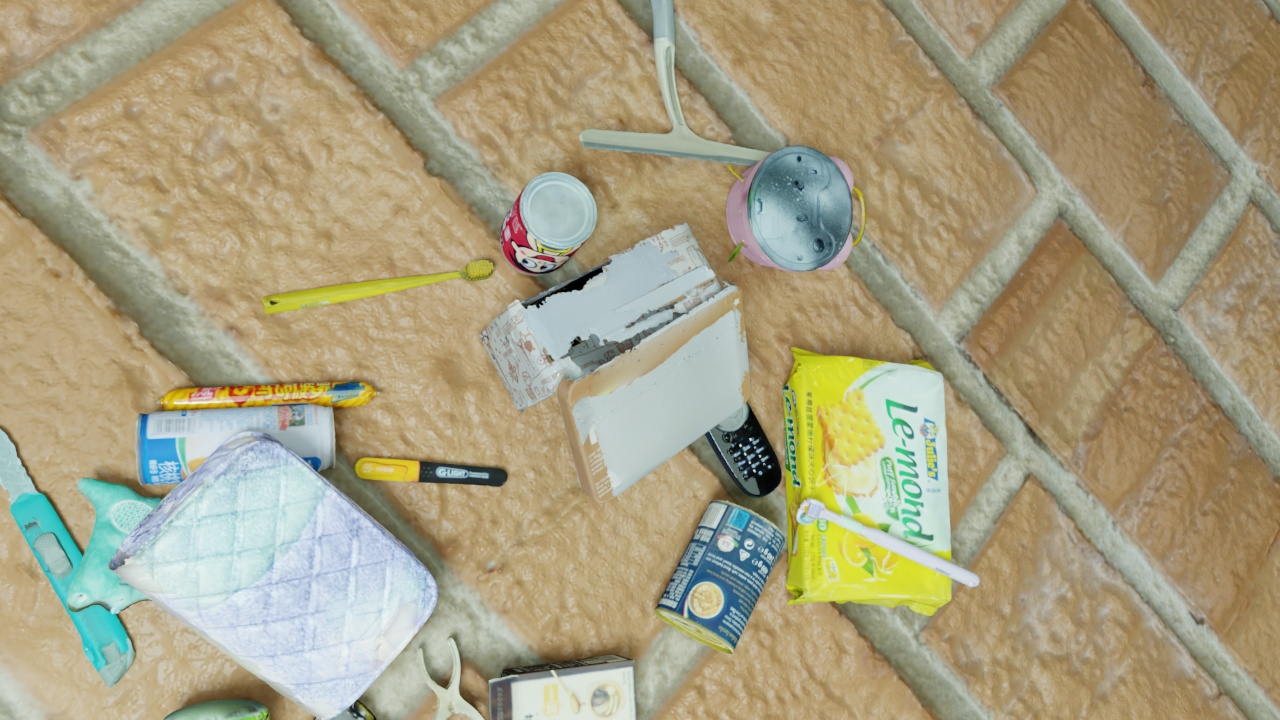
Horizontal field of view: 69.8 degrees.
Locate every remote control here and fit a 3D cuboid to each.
[{"bbox_3d":[0.083,0.063,0.847,0.053,0.024,0.136,-28,89,-22],"label":"remote control"}]

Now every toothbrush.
[{"bbox_3d":[0.223,0.164,0.808,0.189,0.029,0.021,24,35,-14],"label":"toothbrush"},{"bbox_3d":[-0.214,-0.063,0.765,0.189,0.017,0.015,-12,83,-22],"label":"toothbrush"}]

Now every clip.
[{"bbox_3d":[-0.135,0.271,0.721,0.083,0.035,0.104,5,70,-16],"label":"clip"}]

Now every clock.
[{"bbox_3d":[0.156,-0.143,0.888,0.158,0.060,0.117,-2,93,-23],"label":"clock"}]

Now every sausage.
[{"bbox_3d":[-0.287,0.029,0.717,0.165,0.021,0.021,-3,80,-21],"label":"sausage"}]

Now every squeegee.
[{"bbox_3d":[0.027,-0.304,0.891,0.246,0.039,0.246,-3,81,-34],"label":"squeegee"}]

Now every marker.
[{"bbox_3d":[-0.170,0.092,0.752,0.123,0.015,0.018,7,81,-21],"label":"marker"}]

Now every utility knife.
[{"bbox_3d":[-0.416,0.136,0.651,0.029,0.013,0.207,-30,91,-28],"label":"utility knife"}]

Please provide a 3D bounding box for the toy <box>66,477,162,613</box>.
[{"bbox_3d":[-0.369,0.139,0.658,0.096,0.030,0.091,28,65,-30],"label":"toy"}]

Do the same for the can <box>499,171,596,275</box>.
[{"bbox_3d":[-0.081,-0.113,0.783,0.066,0.094,0.066,4,78,-20],"label":"can"}]

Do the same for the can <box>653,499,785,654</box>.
[{"bbox_3d":[0.070,0.184,0.790,0.075,0.075,0.111,34,69,-11],"label":"can"}]

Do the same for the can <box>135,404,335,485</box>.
[{"bbox_3d":[-0.300,0.062,0.688,0.134,0.053,0.053,-2,80,-21],"label":"can"}]

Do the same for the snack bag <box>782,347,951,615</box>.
[{"bbox_3d":[0.206,0.113,0.859,0.158,0.068,0.246,5,79,-18],"label":"snack bag"}]

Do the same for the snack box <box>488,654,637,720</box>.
[{"bbox_3d":[-0.064,0.300,0.727,0.125,0.053,0.113,1,79,-23],"label":"snack box"}]

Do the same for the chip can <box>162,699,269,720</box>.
[{"bbox_3d":[-0.291,0.348,0.624,0.072,0.073,0.221,0,80,-21],"label":"chip can"}]

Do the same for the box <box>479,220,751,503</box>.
[{"bbox_3d":[-0.003,0.006,0.759,0.182,0.153,0.178,-28,92,-23],"label":"box"}]

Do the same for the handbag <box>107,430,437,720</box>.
[{"bbox_3d":[-0.252,0.152,0.657,0.134,0.076,0.194,-48,113,-18],"label":"handbag"}]

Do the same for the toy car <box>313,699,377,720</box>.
[{"bbox_3d":[-0.198,0.308,0.688,0.122,0.037,0.056,43,64,6],"label":"toy car"}]
